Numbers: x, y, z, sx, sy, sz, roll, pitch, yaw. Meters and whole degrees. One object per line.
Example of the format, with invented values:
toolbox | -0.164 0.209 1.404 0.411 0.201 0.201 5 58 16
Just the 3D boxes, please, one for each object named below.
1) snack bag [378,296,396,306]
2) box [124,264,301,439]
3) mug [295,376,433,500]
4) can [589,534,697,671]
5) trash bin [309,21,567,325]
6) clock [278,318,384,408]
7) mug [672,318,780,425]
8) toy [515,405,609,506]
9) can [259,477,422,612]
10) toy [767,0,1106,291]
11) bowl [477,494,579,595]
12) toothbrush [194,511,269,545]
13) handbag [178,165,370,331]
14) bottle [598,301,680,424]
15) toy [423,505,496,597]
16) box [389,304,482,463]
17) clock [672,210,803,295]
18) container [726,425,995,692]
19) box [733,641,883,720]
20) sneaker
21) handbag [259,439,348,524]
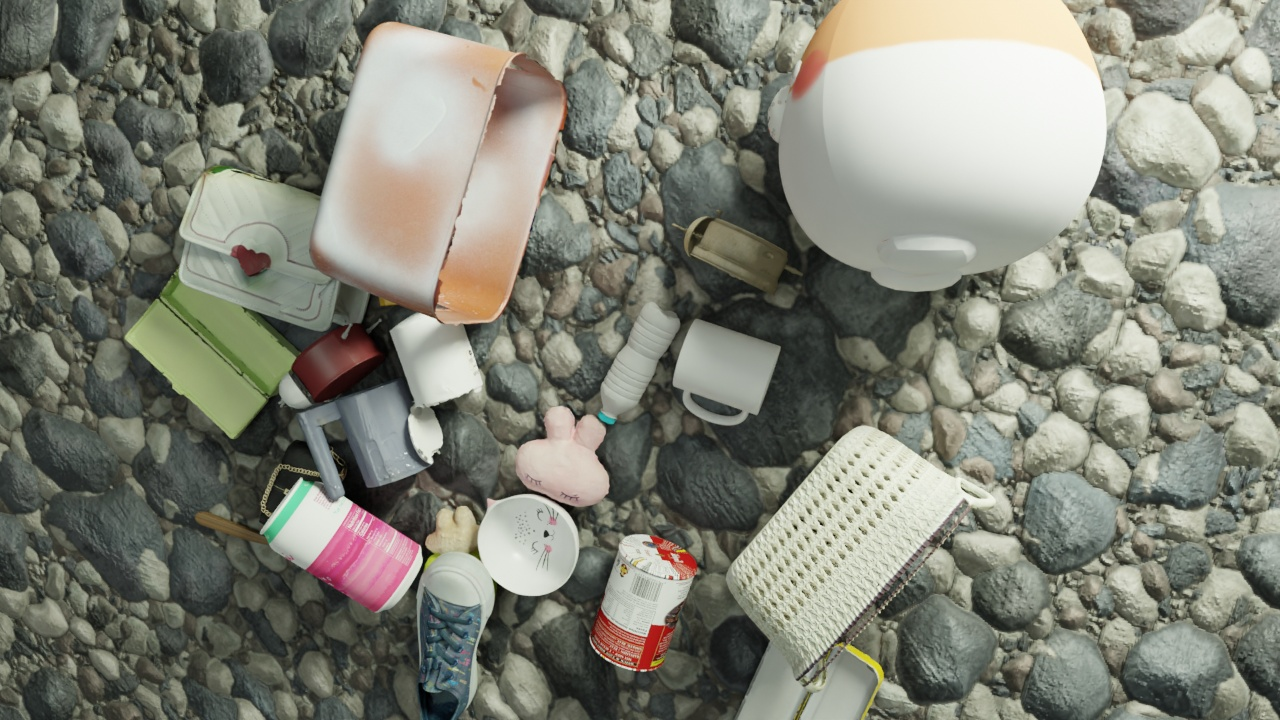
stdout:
snack bag | -0.251 -0.078 1.027 0.099 0.020 0.026 -7 99 14
box | -0.508 -0.015 1.092 0.187 0.030 0.138 40 99 4
mug | -0.304 0.087 1.021 0.123 0.084 0.104 -21 97 -25
can | 0.003 0.259 0.987 0.087 0.086 0.116 20 103 9
trash bin | -0.199 -0.180 0.910 0.157 0.181 0.260 19 98 11
clock | -0.346 0.009 1.025 0.138 0.096 0.048 -37 88 13
mug | 0.085 0.020 0.944 0.090 0.073 0.111 19 128 10
toy | -0.080 0.103 1.001 0.108 0.053 0.105 17 97 10
can | -0.335 0.208 1.036 0.166 0.088 0.088 37 106 -14
toy | 0.241 -0.203 0.772 0.266 0.263 0.280 2 81 10
bowl | -0.119 0.199 1.024 0.115 0.050 0.115 2 99 13
toothbrush | -0.476 0.217 1.130 0.167 0.016 0.016 16 101 11
handbag | -0.399 -0.124 1.016 0.198 0.096 0.142 17 101 12
bottle | -0.006 0.006 0.970 0.044 0.044 0.136 30 104 7
toy | -0.208 0.224 1.054 0.092 0.043 0.118 -7 95 16
box | -0.220 0.024 1.011 0.094 0.084 0.165 -19 95 6
clock | 0.088 -0.114 0.915 0.141 0.092 0.054 31 98 33
container | 0.200 0.180 0.887 0.143 0.184 0.252 42 104 16
box | 0.168 0.391 0.994 0.128 0.045 0.210 23 104 10
sneaker | -0.221 0.320 1.024 0.087 0.079 0.236 14 118 6
handbag | -0.396 0.154 1.088 0.079 0.054 0.128 24 101 -3
